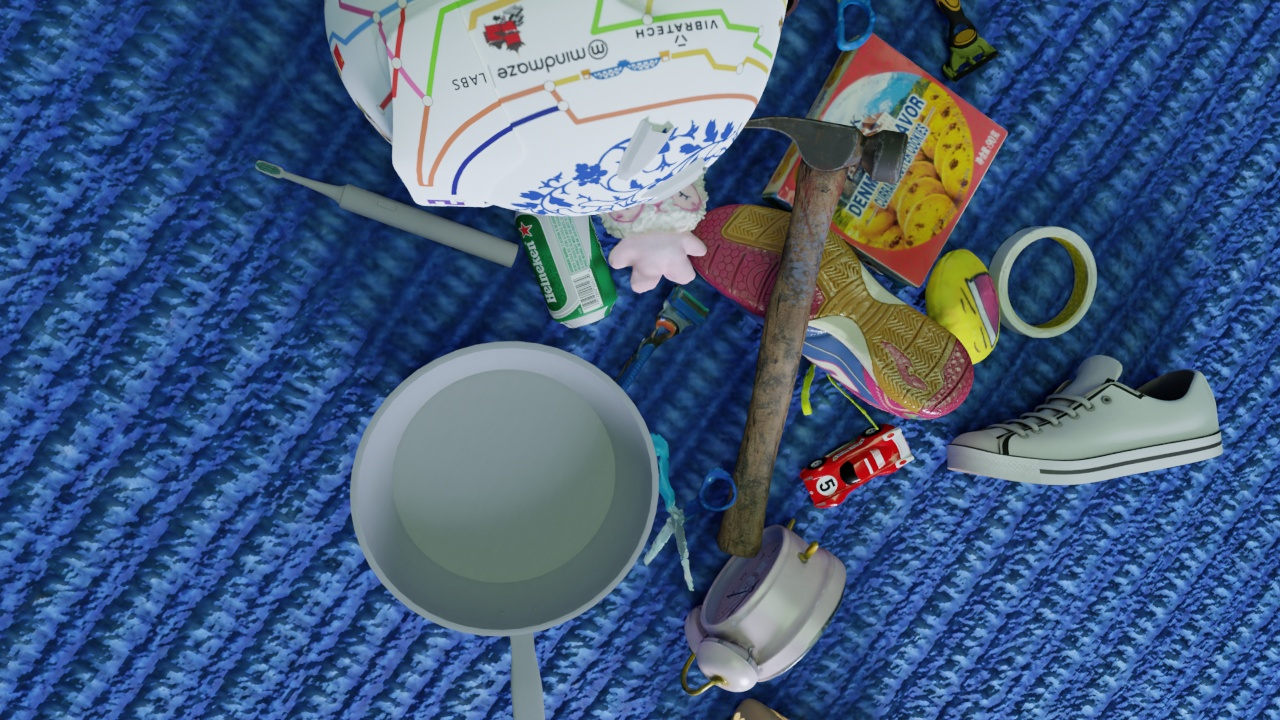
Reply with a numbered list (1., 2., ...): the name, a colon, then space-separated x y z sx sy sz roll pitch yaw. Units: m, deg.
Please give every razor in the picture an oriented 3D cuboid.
1. razor: -0.004 0.004 0.714 0.141 0.018 0.044 -52 130 2
2. razor: 0.233 -0.293 0.716 0.044 0.021 0.144 -32 103 -6

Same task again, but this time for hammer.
1. hammer: 0.093 -0.008 0.665 0.120 0.033 0.331 14 109 13

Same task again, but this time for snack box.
1. snack box: 0.191 -0.154 0.718 0.145 0.040 0.142 29 92 -16

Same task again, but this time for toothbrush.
1. toothbrush: -0.179 -0.106 0.655 0.188 0.019 0.018 19 93 -15

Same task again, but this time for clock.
1. clock: 0.088 0.200 0.720 0.059 0.117 0.158 41 89 -5

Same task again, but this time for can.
1. can: -0.054 -0.077 0.670 0.053 0.053 0.101 -22 104 -8

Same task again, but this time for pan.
1. pan: -0.084 0.162 0.626 0.200 0.051 0.357 -5 101 -10

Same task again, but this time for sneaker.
1. sneaker: 0.375 0.046 0.775 0.245 0.091 0.097 -7 89 -8
2. sneaker: 0.137 -0.029 0.717 0.242 0.091 0.116 36 85 3

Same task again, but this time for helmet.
1. helmet: -0.028 -0.211 0.559 0.314 0.231 0.236 -19 95 -2

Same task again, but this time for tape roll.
1. tape roll: 0.340 -0.067 0.778 0.094 0.019 0.094 -2 100 -12

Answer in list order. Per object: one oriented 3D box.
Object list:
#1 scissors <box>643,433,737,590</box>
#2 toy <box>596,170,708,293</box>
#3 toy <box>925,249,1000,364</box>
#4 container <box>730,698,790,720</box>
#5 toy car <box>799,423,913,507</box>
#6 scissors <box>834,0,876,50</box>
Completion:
1. scissors: 0.035 0.120 0.710 0.014 0.119 0.129 -12 95 -47
2. toy: 0.010 -0.104 0.674 0.095 0.041 0.109 -7 80 -9
3. toy: 0.261 -0.043 0.741 0.094 0.041 0.095 -47 119 -37
4. container: 0.149 0.378 0.735 0.183 0.167 0.129 29 92 -16
5. toy car: 0.180 0.089 0.765 0.089 0.025 0.038 -30 104 -6
6. scissors: 0.142 -0.289 0.685 0.130 0.014 0.125 3 78 -4
